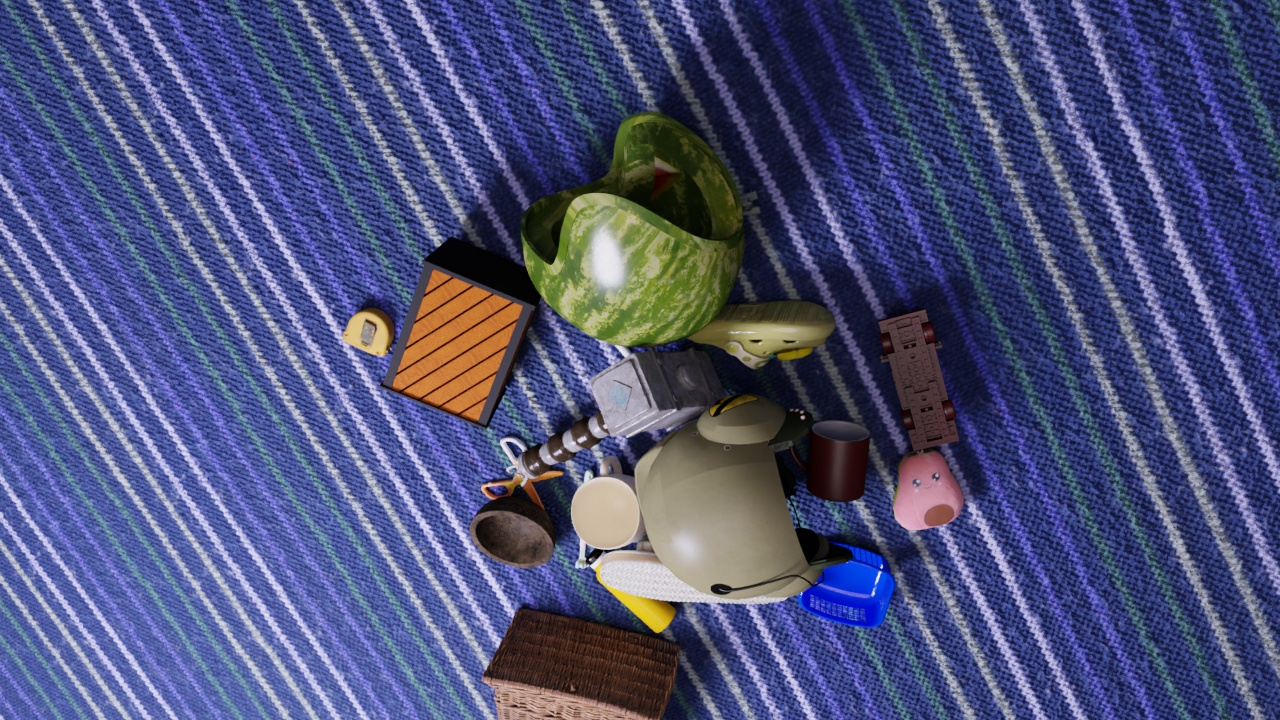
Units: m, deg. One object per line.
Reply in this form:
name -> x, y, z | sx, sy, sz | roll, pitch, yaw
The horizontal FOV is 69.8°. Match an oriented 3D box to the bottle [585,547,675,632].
bottle -> -0.016, 0.320, 1.293 | 0.143, 0.043, 0.043 | 43, 110, -4

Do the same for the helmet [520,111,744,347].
helmet -> -0.006, -0.127, 1.056 | 0.243, 0.212, 0.248 | 36, 138, -16

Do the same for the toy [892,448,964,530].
toy -> 0.361, 0.162, 1.167 | 0.090, 0.051, 0.110 | -16, 103, 14

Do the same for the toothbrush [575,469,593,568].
toothbrush -> -0.077, 0.224, 1.289 | 0.022, 0.015, 0.155 | -4, 111, -24

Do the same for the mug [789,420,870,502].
mug -> 0.237, 0.124, 1.174 | 0.106, 0.073, 0.083 | 13, 111, 33

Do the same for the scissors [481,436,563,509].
scissors -> -0.169, 0.161, 1.289 | 0.125, 0.011, 0.131 | -9, 108, 13

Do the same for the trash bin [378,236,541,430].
trash bin -> -0.217, -0.038, 1.157 | 0.139, 0.139, 0.172 | 22, 109, -5

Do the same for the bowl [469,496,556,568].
bowl -> -0.172, 0.230, 1.282 | 0.121, 0.056, 0.121 | 8, 131, 9

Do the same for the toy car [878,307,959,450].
toy car -> 0.339, 0.019, 1.120 | 0.070, 0.061, 0.170 | -15, 104, 15

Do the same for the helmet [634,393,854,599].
helmet -> 0.112, 0.163, 1.095 | 0.233, 0.255, 0.250 | -16, 103, 12

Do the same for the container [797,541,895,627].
container -> 0.273, 0.294, 1.221 | 0.114, 0.058, 0.096 | 14, 109, 6

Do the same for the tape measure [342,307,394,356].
tape measure -> -0.368, -0.041, 1.256 | 0.068, 0.030, 0.059 | 25, 112, 2

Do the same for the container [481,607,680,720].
container -> -0.085, 0.493, 1.303 | 0.250, 0.162, 0.183 | 10, 112, 8

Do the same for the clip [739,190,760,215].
clip -> 0.108, -0.186, 1.122 | 0.076, 0.023, 0.044 | -12, 103, 12

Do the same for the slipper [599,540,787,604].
slipper -> 0.077, 0.283, 1.241 | 0.263, 0.052, 0.115 | 8, 140, -5

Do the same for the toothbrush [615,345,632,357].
toothbrush -> -0.007, 0.007, 1.210 | 0.017, 0.012, 0.187 | -38, 97, 22

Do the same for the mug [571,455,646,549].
mug -> -0.033, 0.187, 1.227 | 0.096, 0.099, 0.120 | -6, 85, 15

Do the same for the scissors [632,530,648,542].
scissors -> 0.046, 0.223, 1.265 | 0.133, 0.019, 0.146 | 26, 111, 5

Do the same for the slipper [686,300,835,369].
slipper -> 0.143, -0.026, 1.132 | 0.191, 0.091, 0.082 | 1, 109, 14

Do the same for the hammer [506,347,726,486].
hammer -> -0.061, 0.088, 1.162 | 0.327, 0.176, 0.079 | -30, 75, 30
